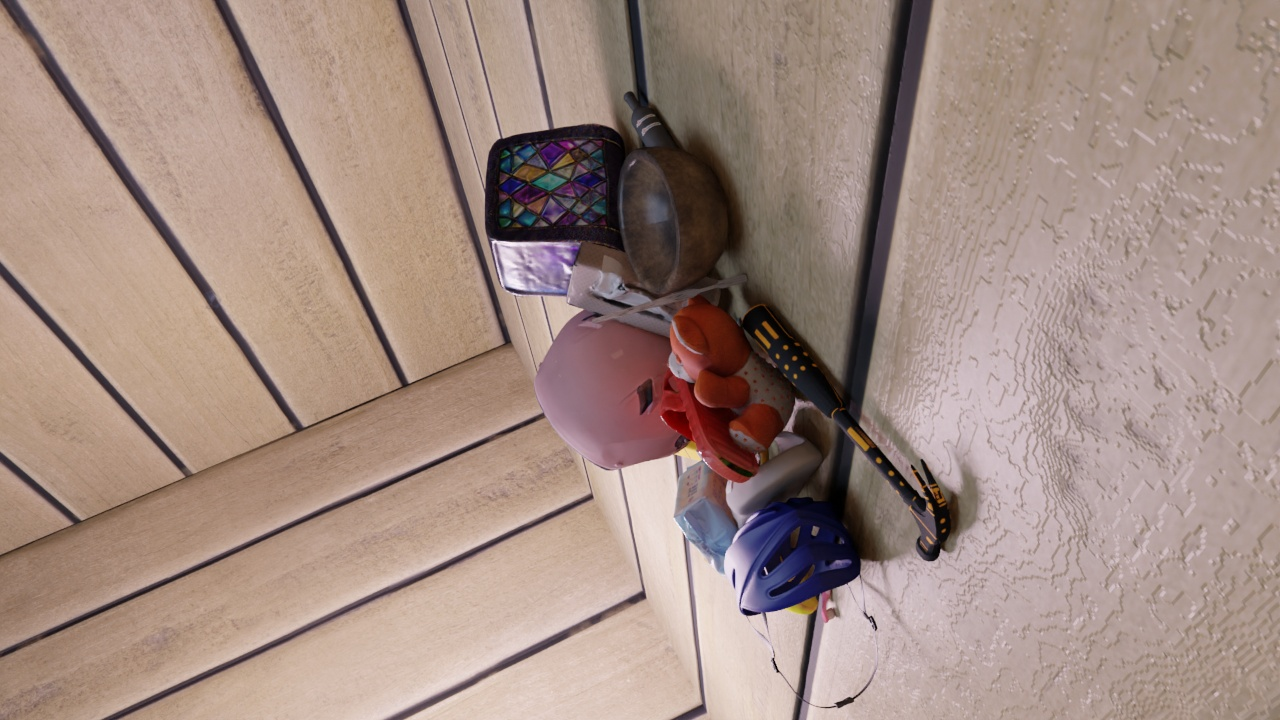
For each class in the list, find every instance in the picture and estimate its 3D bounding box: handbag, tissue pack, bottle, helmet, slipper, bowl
[{"bbox_3d":[-0.087,-0.193,1.208,0.126,0.222,0.204,88,179,-59],"label":"handbag"},{"bbox_3d":[0.100,0.213,1.248,0.112,0.070,0.181,52,-165,-8],"label":"tissue pack"},{"bbox_3d":[0.010,-0.274,1.077,0.113,0.030,0.030,61,167,25],"label":"bottle"},{"bbox_3d":[0.190,0.272,1.039,0.242,0.147,0.227,89,160,-62],"label":"helmet"},{"bbox_3d":[0.144,0.135,1.103,0.080,0.113,0.266,60,173,20],"label":"slipper"},{"bbox_3d":[-0.007,0.007,1.218,0.230,0.254,0.153,58,150,22],"label":"helmet"},{"bbox_3d":[0.071,0.069,1.054,0.103,0.059,0.248,32,-160,-19],"label":"slipper"},{"bbox_3d":[0.000,-0.078,1.119,0.104,0.181,0.071,112,178,-58],"label":"tissue pack"},{"bbox_3d":[0.038,-0.158,1.017,0.162,0.070,0.162,167,90,-68],"label":"bowl"}]

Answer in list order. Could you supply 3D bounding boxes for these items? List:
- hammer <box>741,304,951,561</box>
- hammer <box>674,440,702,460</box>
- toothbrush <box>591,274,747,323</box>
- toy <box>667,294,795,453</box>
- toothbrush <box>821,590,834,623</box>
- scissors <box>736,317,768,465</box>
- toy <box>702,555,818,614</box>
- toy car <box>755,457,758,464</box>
[{"bbox_3d":[0.192,0.049,0.894,0.320,0.036,0.123,55,169,39],"label":"hammer"},{"bbox_3d":[0.033,0.130,1.437,0.325,0.034,0.170,10,141,49],"label":"hammer"},{"bbox_3d":[0.032,-0.068,1.012,0.010,0.181,0.010,-155,49,-77],"label":"toothbrush"},{"bbox_3d":[0.092,0.012,1.011,0.172,0.093,0.163,51,-159,-5],"label":"toy"},{"bbox_3d":[0.241,0.295,1.199,0.021,0.016,0.135,-131,23,-54],"label":"toothbrush"},{"bbox_3d":[0.128,0.048,1.154,0.134,0.016,0.228,36,139,36],"label":"scissors"},{"bbox_3d":[0.175,0.290,1.304,0.134,0.087,0.194,25,-179,-13],"label":"toy"},{"bbox_3d":[0.141,0.140,1.251,0.100,0.048,0.051,70,168,-13],"label":"toy car"}]
